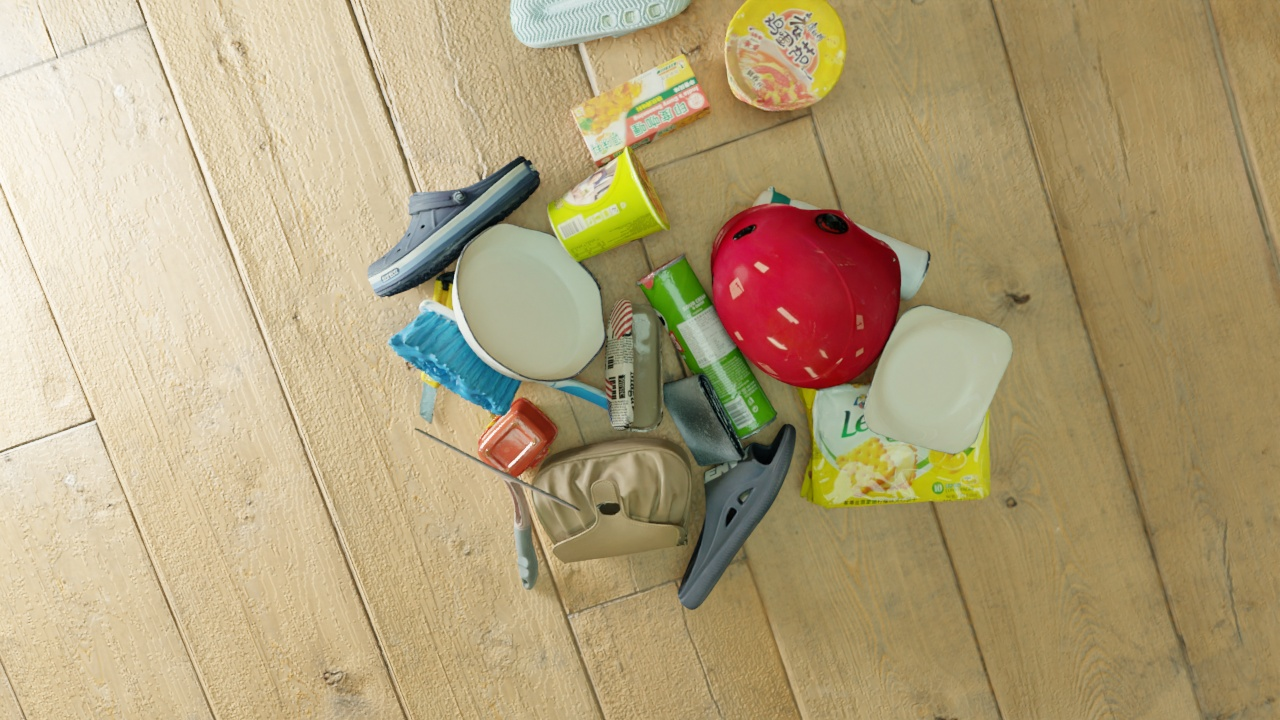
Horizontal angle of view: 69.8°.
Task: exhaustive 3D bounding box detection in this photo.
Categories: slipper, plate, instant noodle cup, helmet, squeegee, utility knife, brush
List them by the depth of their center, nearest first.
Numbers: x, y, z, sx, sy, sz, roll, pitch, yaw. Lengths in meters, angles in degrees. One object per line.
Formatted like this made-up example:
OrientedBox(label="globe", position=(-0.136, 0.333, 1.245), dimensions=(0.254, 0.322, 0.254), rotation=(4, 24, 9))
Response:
OrientedBox(label="helmet", position=(0.185, -0.064, 1.069), dimensions=(0.240, 0.143, 0.207), rotation=(28, 125, -4))
OrientedBox(label="plate", position=(0.343, 0.020, 1.079), dimensions=(0.163, 0.034, 0.164), rotation=(15, 103, -17))
OrientedBox(label="instant noodle cup", position=(0.164, -0.357, 1.084), dimensions=(0.138, 0.109, 0.138), rotation=(0, 97, 0))
OrientedBox(label="plate", position=(-0.136, -0.064, 1.098), dimensions=(0.046, 0.204, 0.205), rotation=(-32, 97, 45))
OrientedBox(label="slipper", position=(-0.039, -0.435, 1.100), dimensions=(0.246, 0.074, 0.104), rotation=(-11, 98, 18))
OrientedBox(label="brush", position=(-0.144, 0.025, 1.112), dimensions=(0.314, 0.061, 0.109), rotation=(36, 59, -18))
OrientedBox(label="slipper", position=(-0.238, -0.172, 1.113), dimensions=(0.253, 0.105, 0.095), rotation=(-36, 94, 5))
OrientedBox(label="instant noodle cup", position=(-0.043, -0.182, 1.115), dimensions=(0.123, 0.111, 0.111), rotation=(-25, 96, 12))
OrientedBox(label="squeegee", position=(-0.153, 0.202, 1.141), dimensions=(0.248, 0.040, 0.250), rotation=(21, 138, 27))
OrientedBox(label="slipper", position=(0.104, 0.187, 1.151), dimensions=(0.083, 0.110, 0.268), rotation=(31, 99, 0))
OrientedBox(label="utility knife", position=(-0.260, -0.016, 1.176), dimensions=(0.033, 0.015, 0.202), rotation=(10, 97, 2))

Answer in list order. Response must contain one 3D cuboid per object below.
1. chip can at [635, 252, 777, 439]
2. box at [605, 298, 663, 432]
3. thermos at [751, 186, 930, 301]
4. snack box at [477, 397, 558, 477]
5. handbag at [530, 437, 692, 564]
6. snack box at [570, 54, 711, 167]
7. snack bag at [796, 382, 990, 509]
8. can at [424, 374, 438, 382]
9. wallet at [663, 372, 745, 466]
OrientedBox(label="chip can", position=(0.083, -0.015, 1.143), dimensions=(0.072, 0.072, 0.236), rotation=(-31, 95, 4))
OrientedBox(label="box", position=(-0.007, 0.006, 1.130), dimensions=(0.075, 0.086, 0.162), rotation=(1, 84, -1))
OrientedBox(label="thermos", position=(0.237, -0.142, 1.129), dimensions=(0.224, 0.073, 0.073), rotation=(22, 96, -1))
OrientedBox(label="snack box", position=(-0.156, 0.103, 1.156), dimensions=(0.082, 0.080, 0.091), rotation=(43, 95, -5))
OrientedBox(label="handbag", position=(-0.033, 0.177, 1.153), dimensions=(0.204, 0.099, 0.148), rotation=(-11, 99, 7))
OrientedBox(label="snack box", position=(0.000, -0.305, 1.125), dimensions=(0.156, 0.027, 0.077), rotation=(-25, 79, 3))
OrientedBox(label="snack bag", position=(0.322, 0.099, 1.156), dimensions=(0.246, 0.068, 0.158), rotation=(-3, 98, 0))
OrientedBox(label="can", position=(-0.216, -0.014, 1.148), dimensions=(0.102, 0.057, 0.083), rotation=(4, 94, -15))
OrientedBox(label="wallet", position=(0.075, 0.076, 1.149), dimensions=(0.019, 0.097, 0.121), rotation=(-31, 97, -31))
